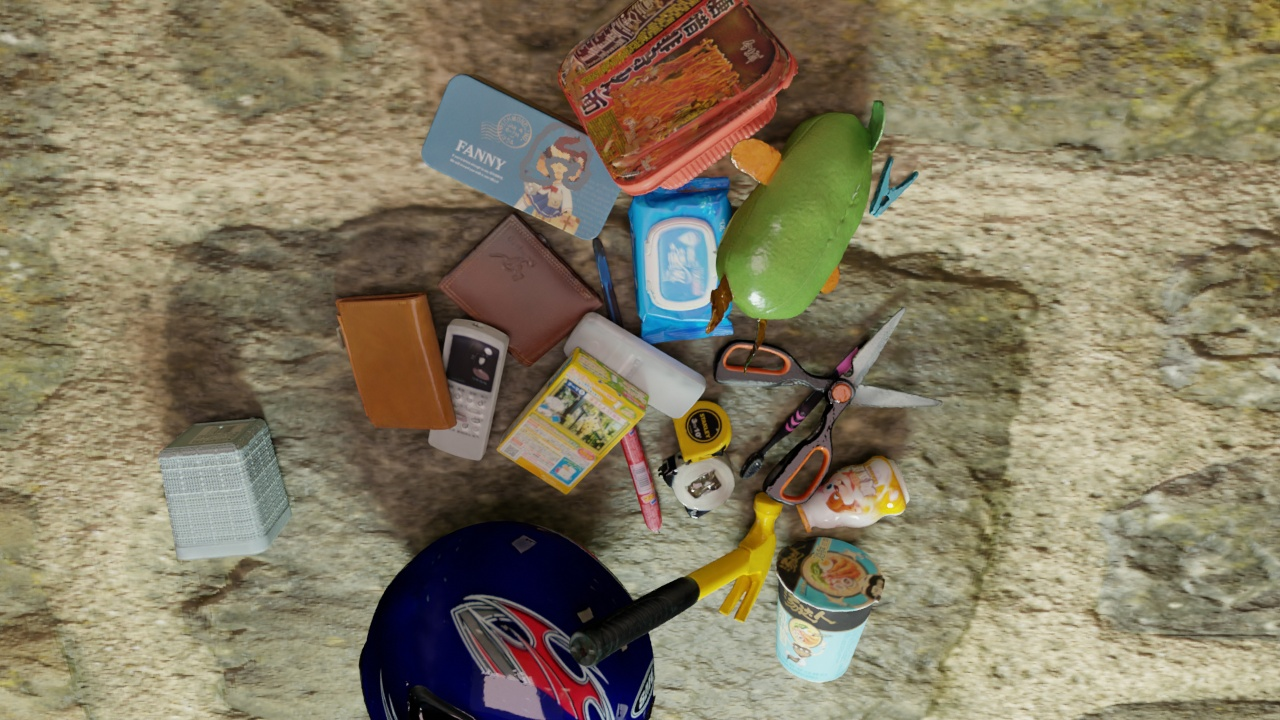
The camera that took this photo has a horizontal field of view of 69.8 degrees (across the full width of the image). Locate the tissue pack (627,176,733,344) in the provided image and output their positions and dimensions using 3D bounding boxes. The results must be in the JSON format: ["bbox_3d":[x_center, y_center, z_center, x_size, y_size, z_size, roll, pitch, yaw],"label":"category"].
[{"bbox_3d":[0.038,-0.089,0.843,0.095,0.052,0.157,-3,111,0],"label":"tissue pack"}]

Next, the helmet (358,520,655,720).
[{"bbox_3d":[-0.103,0.300,0.876,0.241,0.246,0.315,-36,99,30],"label":"helmet"}]

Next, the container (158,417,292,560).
[{"bbox_3d":[-0.405,0.122,0.894,0.090,0.089,0.111,-5,108,0],"label":"container"}]

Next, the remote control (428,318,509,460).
[{"bbox_3d":[-0.166,0.030,0.881,0.058,0.021,0.150,17,122,2],"label":"remote control"}]

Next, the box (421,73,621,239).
[{"bbox_3d":[-0.102,-0.181,0.801,0.184,0.061,0.090,22,108,-11],"label":"box"}]

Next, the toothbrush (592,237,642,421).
[{"bbox_3d":[-0.022,-0.028,0.888,0.014,0.016,0.189,-9,108,12],"label":"toothbrush"}]

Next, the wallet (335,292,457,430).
[{"bbox_3d":[-0.232,0.002,0.867,0.108,0.031,0.132,-1,110,25],"label":"wallet"}]

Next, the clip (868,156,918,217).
[{"bbox_3d":[0.228,-0.157,0.843,0.034,0.013,0.054,24,108,-9],"label":"clip"}]

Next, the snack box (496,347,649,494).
[{"bbox_3d":[-0.067,0.061,0.889,0.087,0.033,0.141,34,124,-13],"label":"snack box"}]

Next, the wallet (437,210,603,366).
[{"bbox_3d":[-0.112,-0.065,0.861,0.101,0.032,0.124,-42,107,11],"label":"wallet"}]

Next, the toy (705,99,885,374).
[{"bbox_3d":[0.128,-0.111,0.792,0.246,0.090,0.227,-57,145,-7],"label":"toy"}]

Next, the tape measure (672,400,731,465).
[{"bbox_3d":[0.062,0.070,0.905,0.057,0.029,0.060,-16,67,3],"label":"tape measure"}]

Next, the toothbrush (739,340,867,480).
[{"bbox_3d":[0.163,0.052,0.918,0.014,0.017,0.189,39,104,-8],"label":"toothbrush"}]

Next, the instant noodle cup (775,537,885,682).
[{"bbox_3d":[0.188,0.266,0.956,0.111,0.111,0.121,3,118,-3],"label":"instant noodle cup"}]

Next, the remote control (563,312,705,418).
[{"bbox_3d":[-0.005,0.005,0.872,0.136,0.020,0.056,30,127,-10],"label":"remote control"}]

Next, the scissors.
[{"bbox_3d":[0.175,0.037,0.901,0.221,0.021,0.235,25,99,-3],"label":"scissors"}]

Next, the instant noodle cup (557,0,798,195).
[{"bbox_3d":[0.033,-0.221,0.748,0.165,0.188,0.079,-34,144,12],"label":"instant noodle cup"}]

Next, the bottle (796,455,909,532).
[{"bbox_3d":[0.212,0.139,0.926,0.108,0.063,0.063,-22,109,6],"label":"bottle"}]

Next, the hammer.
[{"bbox_3d":[0.044,0.216,0.857,0.033,0.300,0.129,19,107,34],"label":"hammer"}]

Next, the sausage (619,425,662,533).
[{"bbox_3d":[-0.002,0.111,0.935,0.020,0.020,0.156,-15,110,4],"label":"sausage"}]

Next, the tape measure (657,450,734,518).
[{"bbox_3d":[0.062,0.118,0.932,0.066,0.033,0.066,-34,109,11],"label":"tape measure"}]
